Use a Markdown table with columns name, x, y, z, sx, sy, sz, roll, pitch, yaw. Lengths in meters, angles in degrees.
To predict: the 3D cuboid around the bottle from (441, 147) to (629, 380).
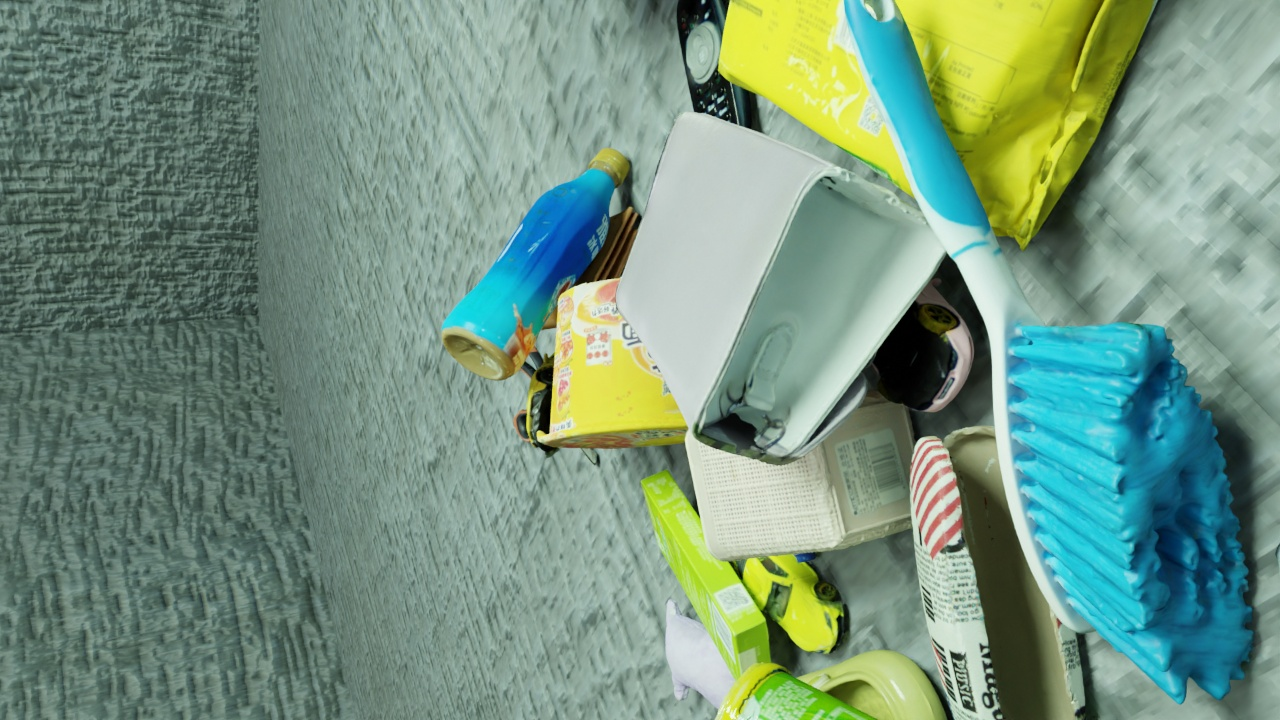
| name | x | y | z | sx | sy | sz | roll | pitch | yaw |
| --- | --- | --- | --- | --- | --- | --- | --- | --- | --- |
| bottle | -0.071 | -0.085 | 0.716 | 0.065 | 0.218 | 0.065 | 24 | 152 | 14 |

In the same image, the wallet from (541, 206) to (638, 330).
| name | x | y | z | sx | sy | sz | roll | pitch | yaw |
| --- | --- | --- | --- | --- | --- | --- | --- | --- | --- |
| wallet | -0.057 | -0.074 | 0.792 | 0.132 | 0.031 | 0.107 | -4 | 55 | 56 |

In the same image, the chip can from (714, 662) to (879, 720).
| name | x | y | z | sx | sy | sz | roll | pitch | yaw |
| --- | --- | --- | --- | --- | --- | --- | --- | --- | --- |
| chip can | 0.141 | 0.228 | 0.454 | 0.222 | 0.072 | 0.073 | 16 | 112 | 40 |

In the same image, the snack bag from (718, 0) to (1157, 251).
| name | x | y | z | sx | sy | sz | roll | pitch | yaw |
| --- | --- | --- | --- | --- | --- | --- | --- | --- | --- |
| snack bag | 0.126 | -0.172 | 0.448 | 0.246 | 0.068 | 0.158 | 49 | 138 | 44 |

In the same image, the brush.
| name | x | y | z | sx | sy | sz | roll | pitch | yaw |
| --- | --- | --- | --- | --- | --- | --- | --- | --- | --- |
| brush | 0.159 | -0.013 | 0.372 | 0.109 | 0.060 | 0.314 | 19 | 132 | 68 |

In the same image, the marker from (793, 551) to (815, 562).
| name | x | y | z | sx | sy | sz | roll | pitch | yaw |
| --- | --- | --- | --- | --- | --- | --- | --- | --- | --- |
| marker | 0.093 | 0.063 | 0.619 | 0.017 | 0.016 | 0.145 | -31 | 70 | 60 |

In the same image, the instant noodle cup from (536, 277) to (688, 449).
| name | x | y | z | sx | sy | sz | roll | pitch | yaw |
| --- | --- | --- | --- | --- | --- | --- | --- | --- | --- |
| instant noodle cup | -0.004 | 0.004 | 0.669 | 0.138 | 0.137 | 0.109 | -21 | 70 | 61 |

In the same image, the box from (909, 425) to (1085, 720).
| name | x | y | z | sx | sy | sz | roll | pitch | yaw |
| --- | --- | --- | --- | --- | --- | --- | --- | --- | --- |
| box | 0.157 | 0.117 | 0.451 | 0.075 | 0.080 | 0.163 | 168 | 91 | -67 |

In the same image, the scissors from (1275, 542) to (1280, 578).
| name | x | y | z | sx | sy | sz | roll | pitch | yaw |
| --- | --- | --- | --- | --- | --- | --- | --- | --- | --- |
| scissors | 0.280 | 0.047 | 0.278 | 0.182 | 0.014 | 0.159 | -46 | 57 | 54 |

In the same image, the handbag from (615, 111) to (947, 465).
| name | x | y | z | sx | sy | sz | roll | pitch | yaw |
| --- | --- | --- | --- | --- | --- | --- | --- | --- | --- |
| handbag | 0.059 | -0.047 | 0.509 | 0.145 | 0.098 | 0.197 | -59 | 24 | 12 |

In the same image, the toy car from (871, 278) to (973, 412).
| name | x | y | z | sx | sy | sz | roll | pitch | yaw |
| --- | --- | --- | --- | --- | --- | --- | --- | --- | --- |
| toy car | 0.139 | -0.023 | 0.495 | 0.122 | 0.037 | 0.056 | -111 | 35 | -48 |

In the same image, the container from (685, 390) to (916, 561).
| name | x | y | z | sx | sy | sz | roll | pitch | yaw |
| --- | --- | --- | --- | --- | --- | --- | --- | --- | --- |
| container | 0.098 | 0.066 | 0.539 | 0.111 | 0.089 | 0.090 | -21 | 79 | 58 |

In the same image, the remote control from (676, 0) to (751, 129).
| name | x | y | z | sx | sy | sz | roll | pitch | yaw |
| --- | --- | --- | --- | --- | --- | --- | --- | --- | --- |
| remote control | 0.053 | -0.191 | 0.621 | 0.053 | 0.024 | 0.136 | -25 | 74 | 62 |

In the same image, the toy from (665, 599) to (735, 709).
| name | x | y | z | sx | sy | sz | roll | pitch | yaw |
| --- | --- | --- | --- | --- | --- | --- | --- | --- | --- |
| toy | 0.052 | 0.239 | 0.716 | 0.108 | 0.038 | 0.084 | 0 | 97 | 59 |

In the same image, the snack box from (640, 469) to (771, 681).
| name | x | y | z | sx | sy | sz | roll | pitch | yaw |
| --- | --- | --- | --- | --- | --- | --- | --- | --- | --- |
| snack box | 0.047 | 0.160 | 0.675 | 0.156 | 0.026 | 0.086 | -126 | 17 | -48 |

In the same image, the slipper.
| name | x | y | z | sx | sy | sz | roll | pitch | yaw |
| --- | --- | --- | --- | --- | --- | --- | --- | --- | --- |
| slipper | 0.109 | 0.240 | 0.571 | 0.191 | 0.081 | 0.091 | -56 | 46 | 47 |

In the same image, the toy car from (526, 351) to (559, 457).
| name | x | y | z | sx | sy | sz | roll | pitch | yaw |
| --- | --- | --- | --- | --- | --- | --- | --- | --- | --- |
| toy car | -0.055 | 0.014 | 0.757 | 0.041 | 0.155 | 0.071 | 14 | 128 | 22 |

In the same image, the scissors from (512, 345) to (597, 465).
| name | x | y | z | sx | sy | sz | roll | pitch | yaw |
| --- | --- | --- | --- | --- | --- | --- | --- | --- | --- |
| scissors | -0.099 | 0.046 | 0.969 | 0.222 | 0.015 | 0.189 | -47 | 56 | 54 |

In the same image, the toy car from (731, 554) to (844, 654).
| name | x | y | z | sx | sy | sz | roll | pitch | yaw |
| --- | --- | --- | --- | --- | --- | --- | --- | --- | --- |
| toy car | 0.096 | 0.156 | 0.622 | 0.105 | 0.032 | 0.048 | 42 | 132 | 48 |
